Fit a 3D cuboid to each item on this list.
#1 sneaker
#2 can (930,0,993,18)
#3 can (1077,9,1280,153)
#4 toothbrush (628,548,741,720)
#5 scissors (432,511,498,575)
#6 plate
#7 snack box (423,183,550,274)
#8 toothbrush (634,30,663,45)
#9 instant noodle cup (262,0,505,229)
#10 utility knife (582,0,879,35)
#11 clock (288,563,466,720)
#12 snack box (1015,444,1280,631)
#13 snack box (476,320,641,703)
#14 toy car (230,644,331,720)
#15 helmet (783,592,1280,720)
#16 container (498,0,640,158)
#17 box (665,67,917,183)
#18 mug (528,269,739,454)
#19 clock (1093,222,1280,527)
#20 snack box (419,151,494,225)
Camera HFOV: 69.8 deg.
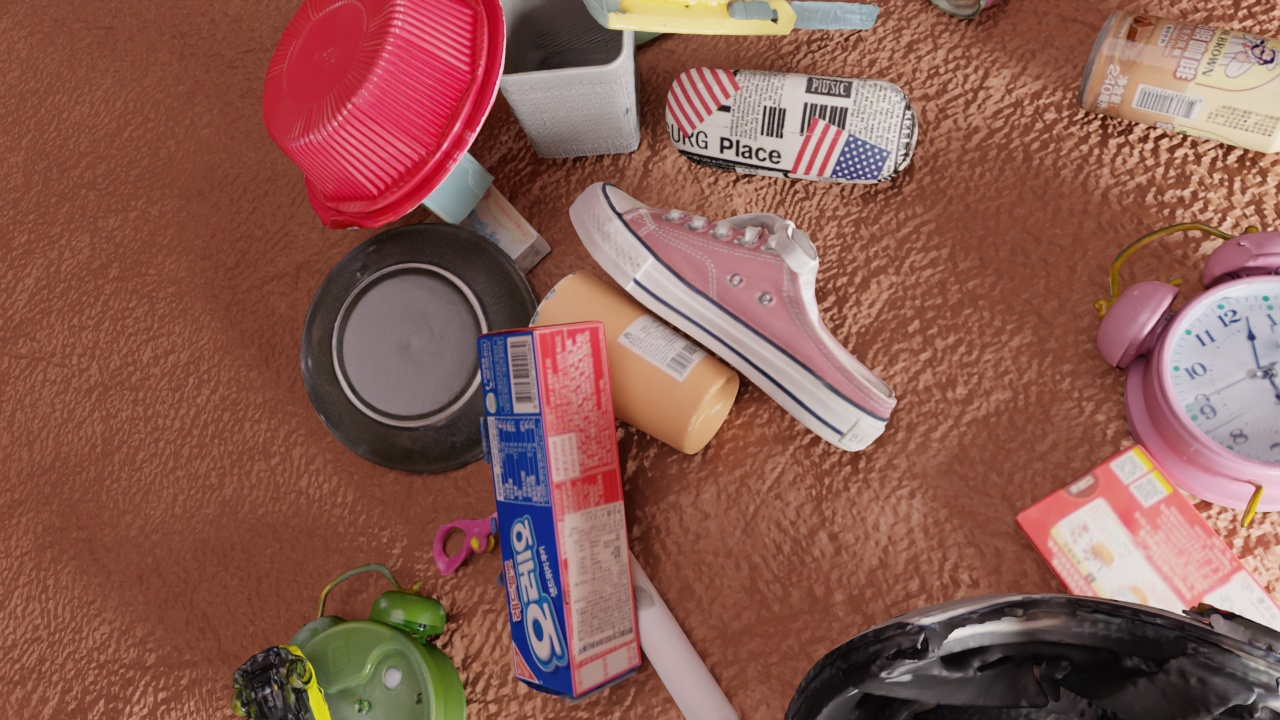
[{"bbox_3d":[0.063,-0.050,0.554,0.241,0.118,0.088,40,106,21],"label":"sneaker"},{"bbox_3d":[0.246,-0.296,0.595,0.058,0.058,0.147,41,89,27],"label":"can"},{"bbox_3d":[0.318,-0.158,0.521,0.116,0.058,0.058,23,81,26],"label":"can"},{"bbox_3d":[-0.011,0.132,0.563,0.026,0.026,0.221,-20,59,-30],"label":"toothbrush"},{"bbox_3d":[-0.081,0.108,0.590,0.133,0.017,0.130,-43,68,19],"label":"scissors"},{"bbox_3d":[-0.156,-0.010,0.638,0.179,0.024,0.179,-1,86,9],"label":"plate"},{"bbox_3d":[-0.149,-0.059,0.679,0.157,0.027,0.084,-43,63,2],"label":"snack box"},{"bbox_3d":[0.088,-0.288,0.669,0.225,0.027,0.026,-22,102,13],"label":"toothbrush"},{"bbox_3d":[-0.177,-0.183,0.590,0.194,0.065,0.193,-13,67,32],"label":"instant noodle cup"},{"bbox_3d":[0.065,-0.226,0.599,0.220,0.022,0.031,-7,88,-27],"label":"utility knife"},{"bbox_3d":[-0.170,0.208,0.579,0.116,0.056,0.161,-22,66,11],"label":"clock"},{"bbox_3d":[0.268,0.124,0.461,0.075,0.025,0.153,-35,64,8],"label":"snack box"},{"bbox_3d":[-0.047,0.083,0.528,0.057,0.058,0.207,-4,93,44],"label":"snack box"},{"bbox_3d":[-0.201,0.219,0.538,0.048,0.032,0.105,-29,76,9],"label":"toy car"},{"bbox_3d":[0.199,0.203,0.382,0.274,0.156,0.230,4,91,28],"label":"helmet"},{"bbox_3d":[-0.046,-0.203,0.635,0.090,0.114,0.090,-2,71,8],"label":"container"},{"bbox_3d":[0.092,-0.153,0.591,0.163,0.083,0.075,14,84,21],"label":"box"},{"bbox_3d":[-0.003,0.003,0.580,0.123,0.078,0.078,30,84,22],"label":"mug"},{"bbox_3d":[0.307,-0.002,0.471,0.117,0.060,0.158,-26,63,10],"label":"clock"},{"bbox_3d":[-0.188,-0.167,0.686,0.175,0.074,0.051,37,87,39],"label":"snack box"}]
